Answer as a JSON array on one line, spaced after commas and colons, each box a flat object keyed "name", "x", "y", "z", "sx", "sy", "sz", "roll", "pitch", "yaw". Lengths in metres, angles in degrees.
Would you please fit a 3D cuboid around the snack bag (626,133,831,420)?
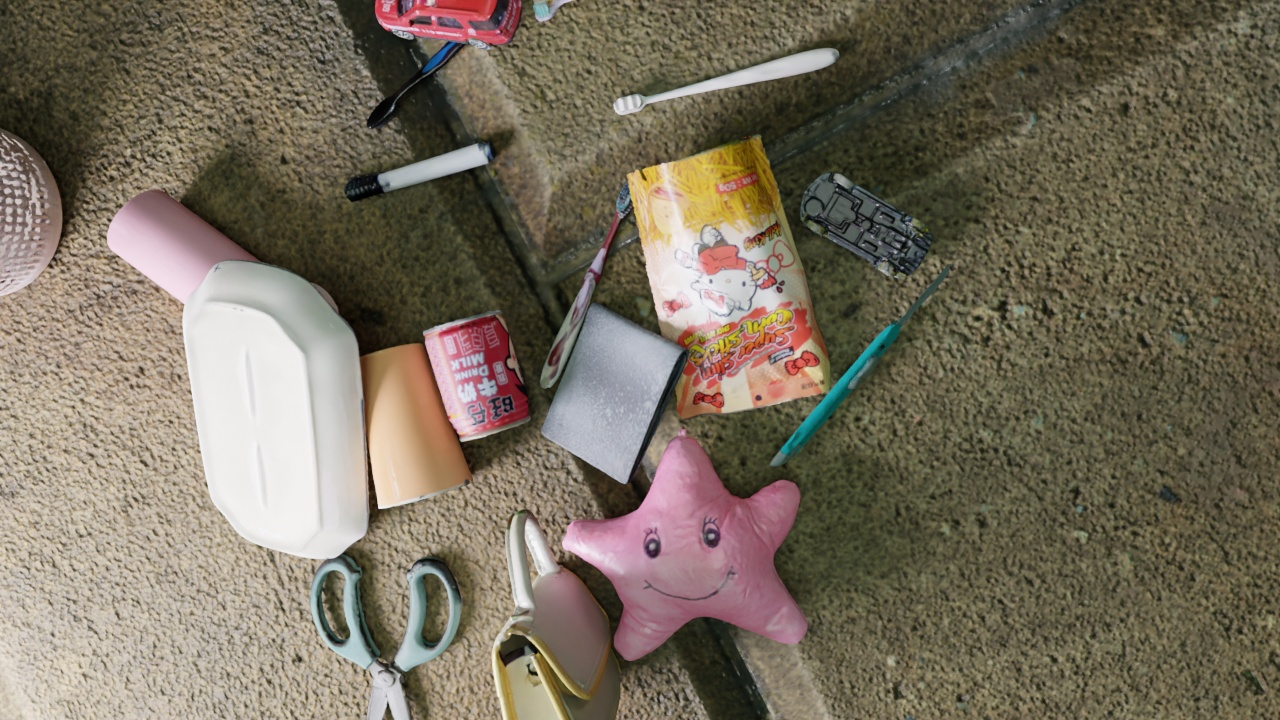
[{"name": "snack bag", "x": 0.067, "y": -0.061, "z": 0.718, "sx": 0.129, "sy": 0.073, "sz": 0.208, "roll": -14, "pitch": 101, "yaw": 8}]

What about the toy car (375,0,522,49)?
[{"name": "toy car", "x": -0.154, "y": -0.281, "z": 0.721, "sx": 0.121, "sy": 0.045, "sz": 0.053, "roll": 10, "pitch": 84, "yaw": 16}]

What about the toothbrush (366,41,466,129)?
[{"name": "toothbrush", "x": -0.154, "y": -0.254, "z": 0.748, "sx": 0.189, "sy": 0.016, "sz": 0.014, "roll": -42, "pitch": 80, "yaw": 6}]

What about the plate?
[{"name": "plate", "x": -0.299, "y": 0.052, "z": 0.735, "sx": 0.162, "sy": 0.034, "sz": 0.266, "roll": 13, "pitch": 116, "yaw": 15}]

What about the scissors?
[{"name": "scissors", "x": -0.206, "y": 0.242, "z": 0.795, "sx": 0.169, "sy": 0.019, "sz": 0.177, "roll": -20, "pitch": 91, "yaw": 8}]

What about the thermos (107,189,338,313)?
[{"name": "thermos", "x": -0.335, "y": -0.066, "z": 0.755, "sx": 0.198, "sy": 0.067, "sz": 0.087, "roll": 35, "pitch": 124, "yaw": 4}]

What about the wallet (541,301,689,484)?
[{"name": "wallet", "x": -0.023, "y": 0.026, "z": 0.737, "sx": 0.097, "sy": 0.019, "sz": 0.121, "roll": 28, "pitch": 100, "yaw": 31}]

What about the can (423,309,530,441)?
[{"name": "can", "x": -0.130, "y": 0.012, "z": 0.740, "sx": 0.066, "sy": 0.066, "sz": 0.094, "roll": -16, "pitch": 93, "yaw": 8}]

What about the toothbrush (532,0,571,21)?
[{"name": "toothbrush", "x": 0.007, "y": -0.299, "z": 0.718, "sx": 0.189, "sy": 0.021, "sz": 0.029, "roll": -9, "pitch": 113, "yaw": 6}]

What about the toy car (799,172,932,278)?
[{"name": "toy car", "x": 0.172, "y": -0.105, "z": 0.709, "sx": 0.105, "sy": 0.031, "sz": 0.049, "roll": 31, "pitch": 97, "yaw": 2}]

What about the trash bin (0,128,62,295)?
[{"name": "trash bin", "x": -0.588, "y": -0.123, "z": 0.721, "sx": 0.227, "sy": 0.192, "sz": 0.227, "roll": 1, "pitch": 95, "yaw": 7}]

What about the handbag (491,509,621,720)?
[{"name": "handbag", "x": -0.067, "y": 0.204, "z": 0.702, "sx": 0.063, "sy": 0.163, "sz": 0.178, "roll": -16, "pitch": 92, "yaw": 6}]

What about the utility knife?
[{"name": "utility knife", "x": 0.174, "y": 0.007, "z": 0.721, "sx": 0.013, "sy": 0.029, "sz": 0.209, "roll": 43, "pitch": 99, "yaw": 29}]

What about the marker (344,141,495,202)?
[{"name": "marker", "x": -0.183, "y": -0.157, "z": 0.757, "sx": 0.131, "sy": 0.018, "sz": 0.022, "roll": -15, "pitch": 84, "yaw": 9}]

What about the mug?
[{"name": "mug", "x": -0.190, "y": 0.051, "z": 0.750, "sx": 0.078, "sy": 0.078, "sz": 0.122, "roll": -15, "pitch": 88, "yaw": 8}]

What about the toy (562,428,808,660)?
[{"name": "toy", "x": 0.032, "y": 0.144, "z": 0.729, "sx": 0.195, "sy": 0.074, "sz": 0.178, "roll": -7, "pitch": 86, "yaw": 10}]

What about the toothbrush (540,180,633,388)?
[{"name": "toothbrush", "x": -0.042, "y": -0.061, "z": 0.747, "sx": 0.016, "sy": 0.017, "sz": 0.187, "roll": 25, "pitch": 97, "yaw": 5}]

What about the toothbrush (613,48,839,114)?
[{"name": "toothbrush", "x": 0.066, "y": -0.219, "z": 0.720, "sx": 0.180, "sy": 0.016, "sz": 0.016, "roll": -11, "pitch": 100, "yaw": 8}]
